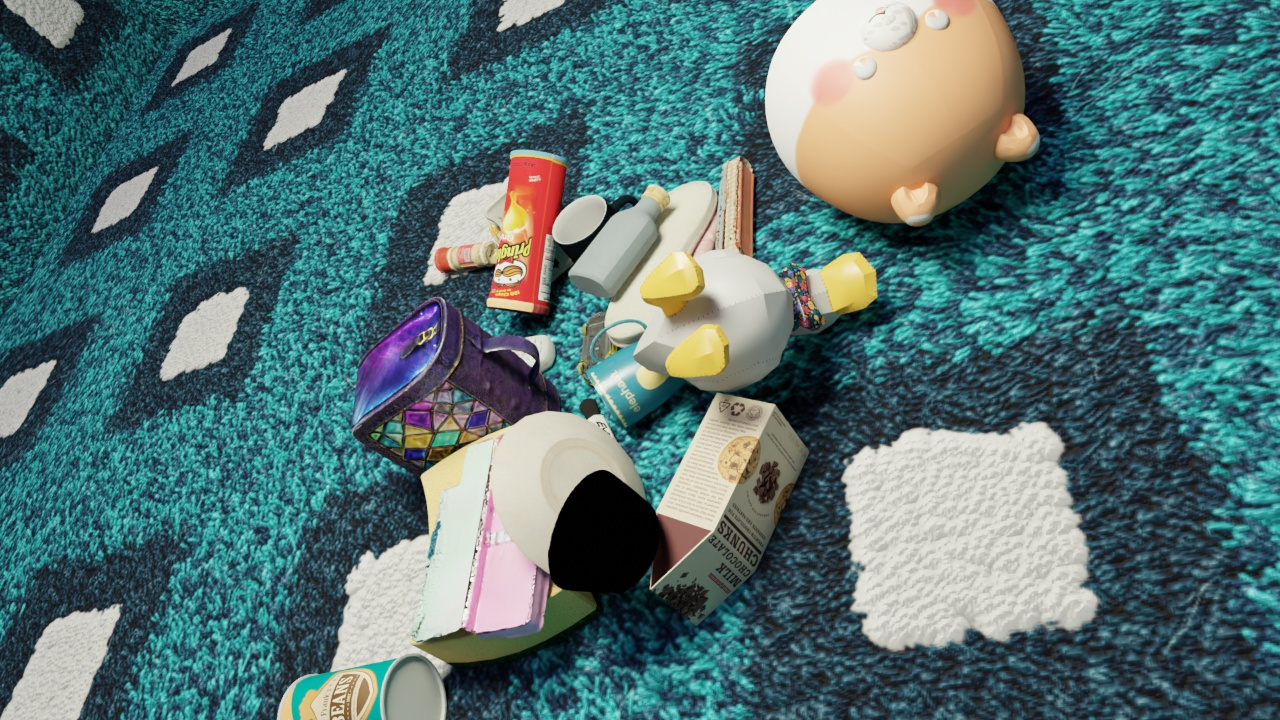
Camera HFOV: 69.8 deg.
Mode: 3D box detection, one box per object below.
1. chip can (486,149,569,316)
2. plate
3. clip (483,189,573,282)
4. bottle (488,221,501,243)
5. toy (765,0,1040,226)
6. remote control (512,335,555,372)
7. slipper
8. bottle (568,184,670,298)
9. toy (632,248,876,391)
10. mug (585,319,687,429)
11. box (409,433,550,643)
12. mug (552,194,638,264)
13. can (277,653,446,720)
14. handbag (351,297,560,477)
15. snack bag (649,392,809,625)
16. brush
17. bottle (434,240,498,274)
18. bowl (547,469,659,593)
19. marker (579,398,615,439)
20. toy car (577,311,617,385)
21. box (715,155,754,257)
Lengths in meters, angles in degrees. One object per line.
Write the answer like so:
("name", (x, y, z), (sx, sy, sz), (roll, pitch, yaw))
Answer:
("chip can", (-0.153, -0.172, 1.255), (0.087, 0.087, 0.213), (8, 90, 39))
("plate", (-0.063, 0.134, 0.946), (0.027, 0.188, 0.188), (-40, 35, 43))
("clip", (-0.160, -0.179, 1.327), (0.125, 0.081, 0.147), (-42, 82, -4))
("bottle", (-0.174, -0.216, 1.385), (0.109, 0.063, 0.063), (-27, 45, 14))
("toy", (0.275, -0.276, 0.977), (0.263, 0.266, 0.280), (-33, 59, 5))
("remote control", (-0.166, 0.002, 1.232), (0.114, 0.028, 0.060), (-18, 48, 24))
("slipper", (0.033, -0.121, 1.170), (0.114, 0.054, 0.273), (0, 53, 37))
("bottle", (-0.019, -0.154, 1.160), (0.072, 0.046, 0.161), (17, 65, 45))
("toy", (0.101, -0.043, 0.945), (0.247, 0.267, 0.141), (-25, 80, 32))
("mug", (-0.006, 0.006, 1.061), (0.104, 0.112, 0.084), (-32, 5, -1))
("box", (-0.161, 0.181, 0.968), (0.159, 0.035, 0.229), (-15, 49, 25))
("mug", (-0.046, -0.173, 1.238), (0.121, 0.094, 0.085), (-47, 44, -6))
("can", (-0.295, 0.374, 0.975), (0.144, 0.099, 0.099), (-18, 48, 23))
("handbag", (-0.218, 0.038, 1.118), (0.222, 0.205, 0.125), (-30, 44, 21))
("snack bag", (0.078, 0.148, 0.895), (0.070, 0.094, 0.206), (11, 64, 40))
("brush", (-0.151, 0.201, 1.029), (0.195, 0.075, 0.249), (-24, 46, 18))
("bottle", (-0.269, -0.160, 1.424), (0.109, 0.044, 0.044), (-4, 55, 33))
("bowl", (-0.029, 0.167, 0.858), (0.116, 0.062, 0.115), (-42, 34, 36))
("marker", (-0.045, 0.088, 1.081), (0.025, 0.025, 0.125), (-36, 44, 6))
("toy car", (-0.051, -0.017, 1.164), (0.049, 0.030, 0.106), (-17, 51, 26))
("box", (0.126, -0.191, 1.168), (0.058, 0.053, 0.186), (10, 54, -7))
